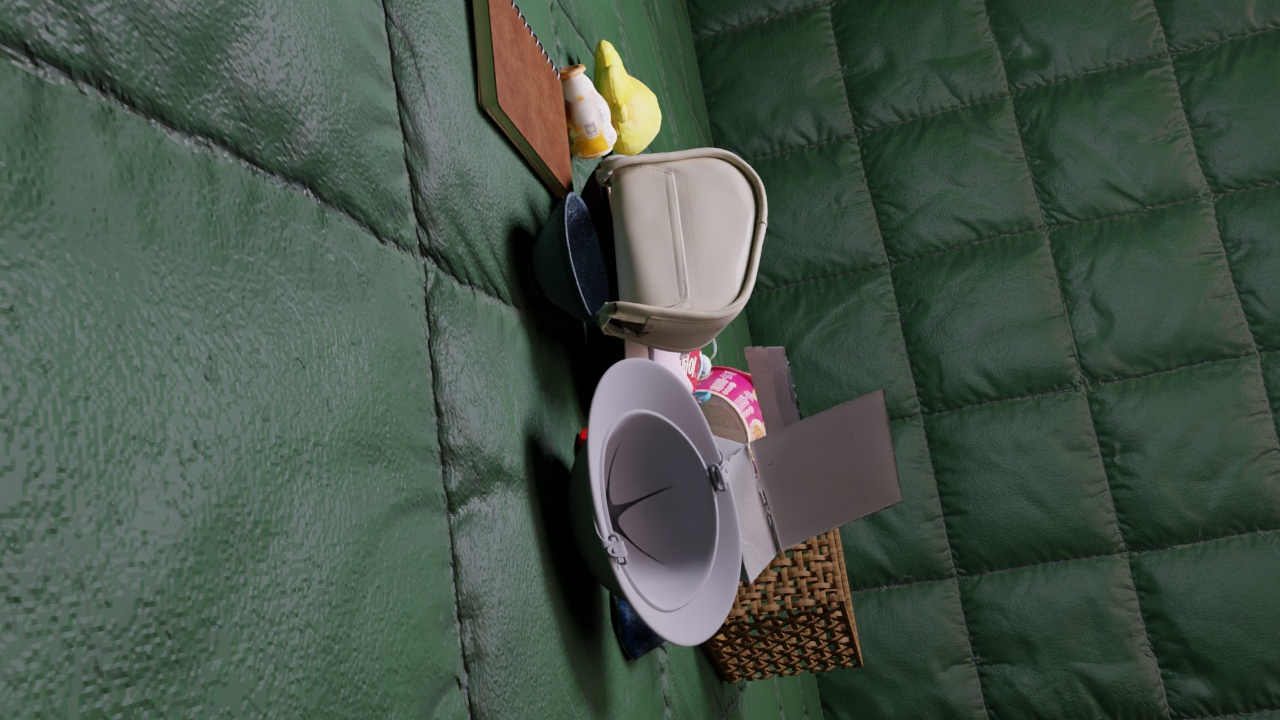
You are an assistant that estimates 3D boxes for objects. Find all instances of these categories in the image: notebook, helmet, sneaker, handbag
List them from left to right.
[{"bbox_3d":[-0.121,-0.287,0.967,0.225,0.024,0.167,43,39,-71],"label":"notebook"},{"bbox_3d":[-0.012,0.137,0.872,0.182,0.118,0.271,-27,100,-46],"label":"helmet"},{"bbox_3d":[0.003,-0.081,1.027,0.112,0.116,0.293,140,-54,-59],"label":"sneaker"},{"bbox_3d":[0.030,-0.105,0.956,0.132,0.184,0.228,128,-36,-51],"label":"handbag"}]

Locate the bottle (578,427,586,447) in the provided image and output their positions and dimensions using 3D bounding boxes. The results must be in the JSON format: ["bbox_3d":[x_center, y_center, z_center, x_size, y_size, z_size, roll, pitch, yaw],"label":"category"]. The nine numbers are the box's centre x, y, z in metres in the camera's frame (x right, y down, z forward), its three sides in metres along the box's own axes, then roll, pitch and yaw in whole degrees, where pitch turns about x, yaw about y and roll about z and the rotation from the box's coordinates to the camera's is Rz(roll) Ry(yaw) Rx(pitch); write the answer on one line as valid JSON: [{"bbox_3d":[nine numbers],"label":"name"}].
[{"bbox_3d":[-0.032,0.123,0.955,0.036,0.036,0.119,-79,155,-61],"label":"bottle"}]

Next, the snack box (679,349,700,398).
[{"bbox_3d":[0.032,0.036,1.171,0.151,0.036,0.133,-22,120,-67],"label":"snack box"}]

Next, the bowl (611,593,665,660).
[{"bbox_3d":[0.010,0.258,0.972,0.110,0.055,0.110,-12,89,-78],"label":"bowl"}]

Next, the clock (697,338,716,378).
[{"bbox_3d":[0.055,-0.004,1.285,0.057,0.117,0.083,32,-37,57],"label":"clock"}]

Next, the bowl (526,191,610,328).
[{"bbox_3d":[-0.077,-0.092,0.903,0.137,0.057,0.137,-11,89,-78],"label":"bowl"}]

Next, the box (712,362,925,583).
[{"bbox_3d":[0.147,0.125,1.046,0.164,0.330,0.167,-106,178,-60],"label":"box"}]

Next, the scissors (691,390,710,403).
[{"bbox_3d":[0.011,0.064,1.026,0.129,0.135,0.015,-38,103,-52],"label":"scissors"}]

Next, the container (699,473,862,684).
[{"bbox_3d":[0.197,0.319,1.394,0.220,0.214,0.251,65,18,-47],"label":"container"}]

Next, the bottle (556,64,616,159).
[{"bbox_3d":[-0.070,-0.304,1.124,0.063,0.063,0.109,-82,157,-57],"label":"bottle"}]

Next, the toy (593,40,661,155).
[{"bbox_3d":[-0.028,-0.374,1.326,0.207,0.092,0.133,43,34,-66],"label":"toy"}]

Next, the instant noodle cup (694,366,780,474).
[{"bbox_3d":[0.106,0.103,1.335,0.077,0.179,0.178,-24,103,-60],"label":"instant noodle cup"}]
